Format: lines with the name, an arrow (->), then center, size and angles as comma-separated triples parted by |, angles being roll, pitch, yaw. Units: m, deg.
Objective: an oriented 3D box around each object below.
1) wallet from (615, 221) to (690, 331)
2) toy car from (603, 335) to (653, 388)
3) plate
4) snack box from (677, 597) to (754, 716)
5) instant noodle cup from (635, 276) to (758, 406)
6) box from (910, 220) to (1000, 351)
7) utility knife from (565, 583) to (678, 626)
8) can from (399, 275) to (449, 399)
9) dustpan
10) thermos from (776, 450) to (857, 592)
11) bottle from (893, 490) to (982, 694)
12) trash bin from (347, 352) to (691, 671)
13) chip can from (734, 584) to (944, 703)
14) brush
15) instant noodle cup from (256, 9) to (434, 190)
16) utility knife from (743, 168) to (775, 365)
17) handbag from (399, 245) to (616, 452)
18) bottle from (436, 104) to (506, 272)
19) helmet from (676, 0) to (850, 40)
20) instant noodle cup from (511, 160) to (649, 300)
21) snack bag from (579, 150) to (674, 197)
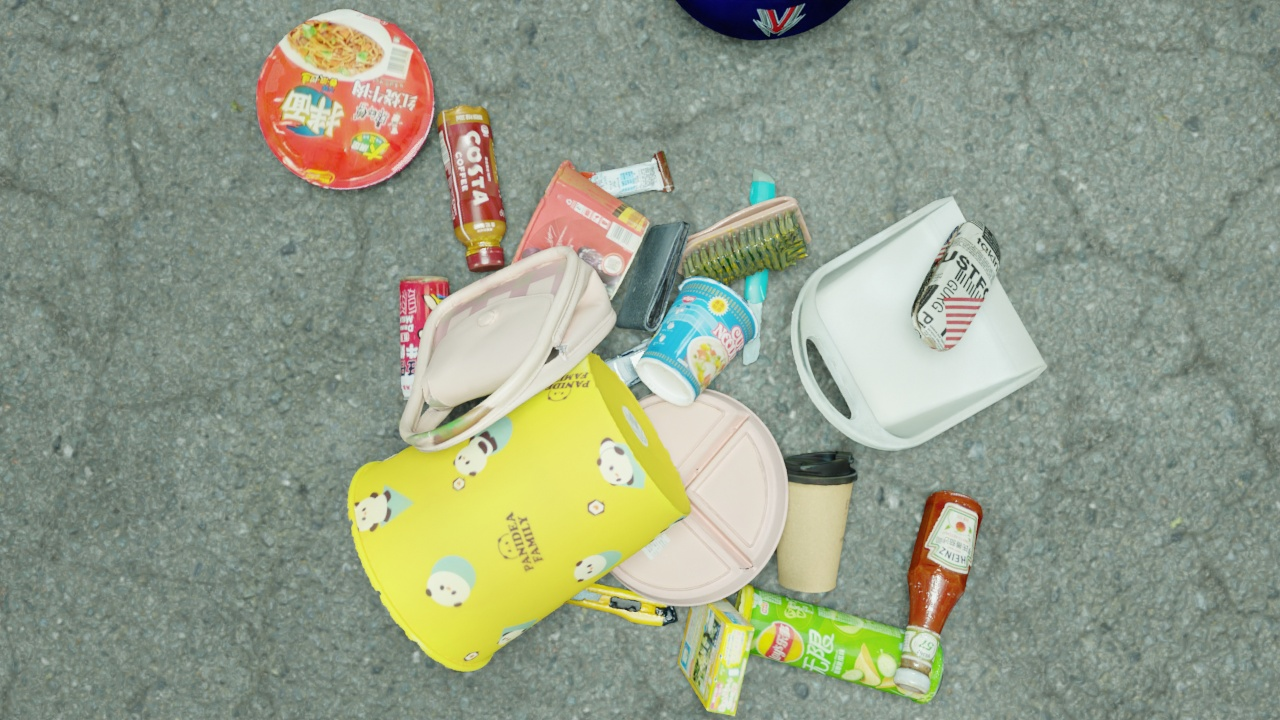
wallet -> 0.011, -0.090, 0.976 | 0.019, 0.097, 0.121 | 20, 88, -22
toy car -> -0.006, 0.006, 1.002 | 0.090, 0.034, 0.043 | -26, 91, 2
plate -> 0.039, 0.138, 0.955 | 0.230, 0.028, 0.229 | -5, 77, 22
snack box -> 0.074, 0.292, 0.935 | 0.033, 0.140, 0.087 | 13, 88, -7
instant noodle cup -> 0.053, -0.014, 0.951 | 0.099, 0.099, 0.109 | 36, 66, 3
box -> 0.329, -0.079, 0.945 | 0.068, 0.051, 0.163 | 48, 59, -28
utility knife -> -0.042, 0.262, 1.002 | 0.171, 0.015, 0.033 | 11, 86, 3
can -> -0.235, -0.024, 1.001 | 0.053, 0.053, 0.132 | -2, 88, 2
dustpan -> 0.277, -0.028, 0.940 | 0.258, 0.142, 0.222 | -28, 87, 2
thermos -> 0.179, 0.166, 0.965 | 0.093, 0.093, 0.143 | 1, 95, 2
bottle -> 0.299, 0.234, 0.936 | 0.060, 0.060, 0.205 | 22, 66, 3
trash bin -> -0.107, 0.134, 0.888 | 0.255, 0.229, 0.229 | -32, 87, 8
chip can -> 0.205, 0.298, 0.964 | 0.221, 0.072, 0.072 | 15, 88, 3
brush -> 0.105, -0.125, 0.982 | 0.146, 0.063, 0.073 | -19, 51, 15
instant noodle cup -> -0.314, -0.278, 1.008 | 0.194, 0.066, 0.194 | 0, 89, 3
utility knife -> 0.128, -0.103, 1.010 | 0.029, 0.013, 0.218 | 5, 86, 4
handbag -> -0.139, 0.004, 0.853 | 0.194, 0.233, 0.093 | -20, 118, 28
bottle -> -0.182, -0.186, 1.003 | 0.057, 0.057, 0.175 | -9, 88, 2
helmet -> 0.120, -0.481, 0.906 | 0.247, 0.240, 0.315 | -4, 99, 3
instant noodle cup -> -0.062, -0.122, 0.963 | 0.108, 0.138, 0.138 | 27, 89, -5
snack bag -> -0.018, -0.197, 1.013 | 0.104, 0.026, 0.048 | -16, 94, 1
